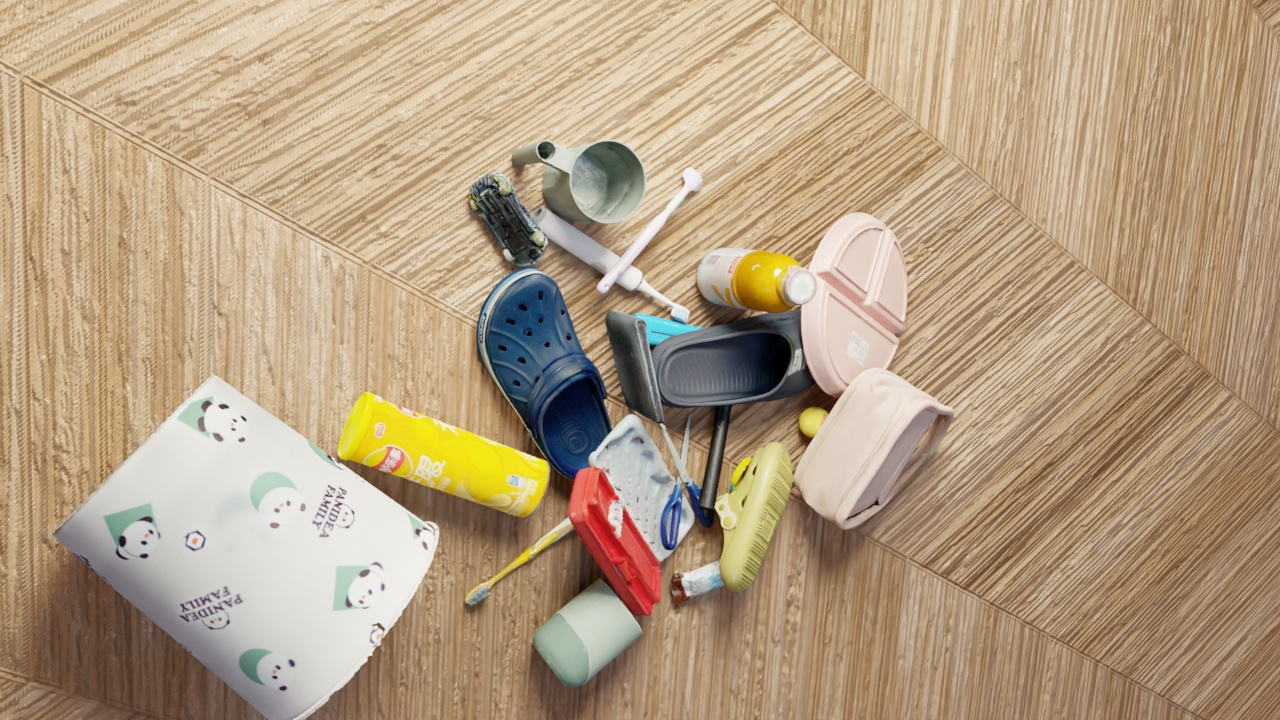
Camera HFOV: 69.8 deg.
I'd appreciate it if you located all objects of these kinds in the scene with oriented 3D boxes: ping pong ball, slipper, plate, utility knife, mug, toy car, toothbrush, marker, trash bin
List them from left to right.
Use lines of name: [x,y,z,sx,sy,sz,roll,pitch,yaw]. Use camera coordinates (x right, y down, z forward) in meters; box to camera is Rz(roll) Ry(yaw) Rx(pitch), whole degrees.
trash bin: [-0.354,0.163,0.833,0.252,0.230,0.229,45,79,-18]
toy car: [-0.138,-0.149,0.969,0.049,0.031,0.105,-22,110,28]
toothbrush: [-0.120,0.219,1.050,0.191,0.018,0.016,-35,112,-15]
slipper: [-0.095,0.027,0.992,0.105,0.095,0.253,-28,112,-20]
mug: [-0.068,-0.194,0.960,0.124,0.103,0.083,23,89,-24]
mug: [-0.060,0.325,1.067,0.106,0.082,0.112,-38,142,-15]
toothbrush: [-0.028,-0.104,1.035,0.221,0.027,0.026,32,65,-25]
toothbrush: [0.009,-0.145,1.031,0.029,0.021,0.188,47,69,-23]
utility knife: [0.075,-0.024,1.099,0.191,0.018,0.034,10,94,-26]
marker: [0.091,0.115,1.109,0.022,0.020,0.132,26,71,-49]
slipper: [0.124,0.182,1.113,0.190,0.082,0.091,-67,153,-19]
slipper: [0.138,0.008,1.083,0.267,0.083,0.111,-9,107,-27]
ping pong ball: [0.222,0.079,1.168,0.040,0.040,0.040,-4,100,-24]
plate: [0.270,-0.065,1.126,0.228,0.028,0.229,-13,108,-46]

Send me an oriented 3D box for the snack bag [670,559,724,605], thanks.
snack bag: [0.086,0.271,1.146,0.105,0.026,0.045,-17,114,-20]

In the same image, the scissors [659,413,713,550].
scissors: [0.051,0.148,1.087,0.176,0.012,0.162,60,40,-37]

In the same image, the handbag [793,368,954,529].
handbag: [0.320,0.112,1.168,0.233,0.093,0.194,5,120,-46]

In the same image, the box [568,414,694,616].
box: [-0.009,0.178,1.043,0.160,0.060,0.201,-61,138,-37]

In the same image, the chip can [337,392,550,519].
chip can: [-0.204,0.104,0.966,0.213,0.072,0.072,25,88,-26]

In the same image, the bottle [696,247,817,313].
bottle: [0.128,-0.088,1.017,0.068,0.190,0.068,-4,100,-23]

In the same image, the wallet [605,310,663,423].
wallet: [-0.006,0.006,1.023,0.019,0.097,0.121,-17,104,-17]
